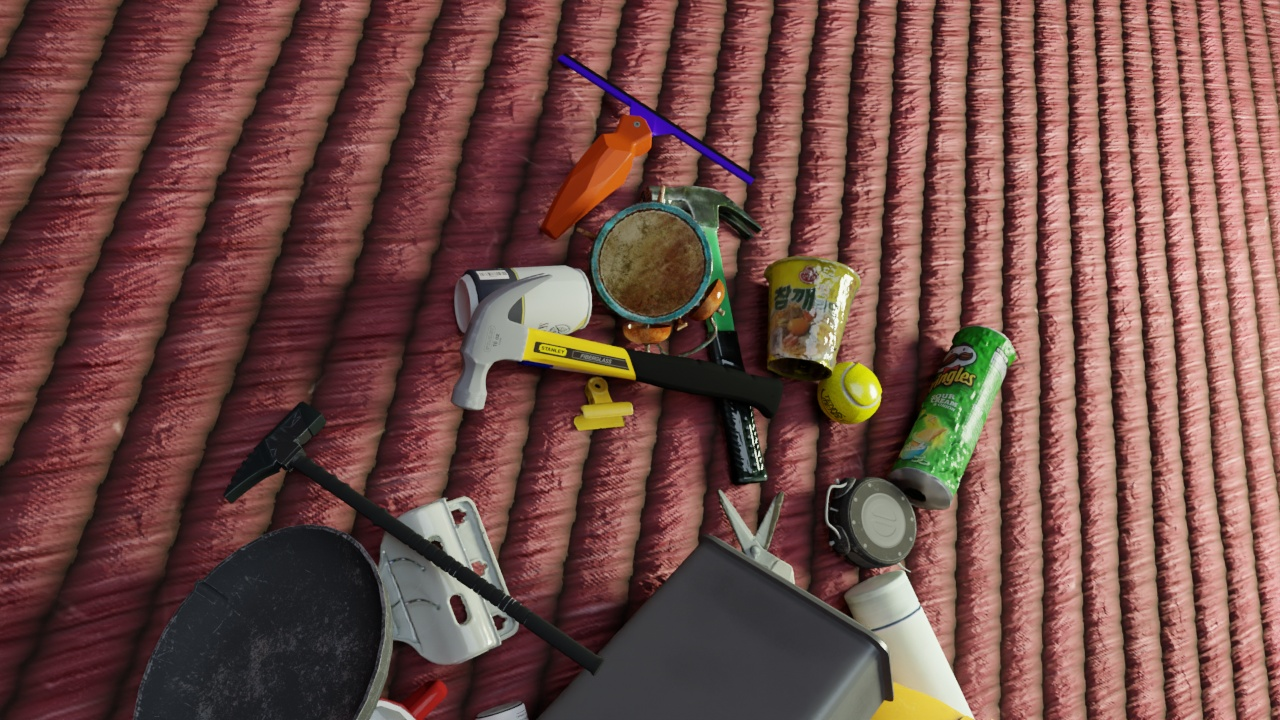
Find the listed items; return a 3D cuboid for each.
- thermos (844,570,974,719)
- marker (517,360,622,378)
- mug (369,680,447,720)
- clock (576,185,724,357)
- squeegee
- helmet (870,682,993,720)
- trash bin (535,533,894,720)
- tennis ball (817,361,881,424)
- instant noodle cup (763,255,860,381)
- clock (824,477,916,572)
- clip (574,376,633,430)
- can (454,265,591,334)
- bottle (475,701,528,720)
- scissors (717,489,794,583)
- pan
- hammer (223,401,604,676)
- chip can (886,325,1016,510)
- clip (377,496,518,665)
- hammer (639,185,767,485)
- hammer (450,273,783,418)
[{"bbox_3d":[0.276,0.322,0.892,0.067,0.068,0.230,-19,82,-30],"label":"thermos"},{"bbox_3d":[-0.050,0.001,0.871,0.133,0.027,0.023,8,106,-23],"label":"marker"},{"bbox_3d":[-0.190,0.279,0.665,0.116,0.097,0.080,-41,93,-31],"label":"mug"},{"bbox_3d":[0.018,-0.078,0.891,0.121,0.073,0.157,-27,98,1],"label":"clock"},{"bbox_3d":[-0.036,-0.195,0.924,0.249,0.055,0.184,35,75,11],"label":"squeegee"},{"bbox_3d":[0.179,0.365,0.779,0.131,0.206,0.254,34,45,30],"label":"helmet"},{"bbox_3d":[0.057,0.276,0.723,0.219,0.192,0.098,-42,136,-25],"label":"trash bin"},{"bbox_3d":[0.220,0.035,0.967,0.065,0.066,0.065,9,69,-23],"label":"tennis ball"},{"bbox_3d":[0.172,-0.041,0.957,0.102,0.102,0.108,18,70,-19],"label":"instant noodle cup"},{"bbox_3d":[0.230,0.165,0.938,0.122,0.044,0.091,19,65,-19],"label":"clock"},{"bbox_3d":[-0.037,0.040,0.864,0.054,0.046,0.048,-4,99,-25],"label":"clip"},{"bbox_3d":[-0.102,-0.054,0.843,0.127,0.064,0.064,-6,75,-27],"label":"can"},{"bbox_3d":[-0.097,0.333,0.723,0.041,0.041,0.116,-10,77,-28],"label":"bottle"},{"bbox_3d":[0.119,0.221,0.864,0.179,0.015,0.198,31,65,9],"label":"scissors"},{"bbox_3d":[-0.301,0.269,0.610,0.356,0.208,0.040,-50,140,-12],"label":"pan"},{"bbox_3d":[-0.168,0.144,0.685,0.325,0.015,0.094,29,62,17],"label":"hammer"},{"bbox_3d":[0.345,0.062,1.014,0.075,0.076,0.222,40,60,-8],"label":"chip can"},{"bbox_3d":[-0.171,0.181,0.722,0.150,0.110,0.126,-15,76,-40],"label":"clip"},{"bbox_3d":[0.085,-0.030,0.946,0.130,0.032,0.318,-1,74,-27],"label":"hammer"},{"bbox_3d":[-0.005,0.005,0.842,0.323,0.029,0.127,11,94,-26],"label":"hammer"}]
